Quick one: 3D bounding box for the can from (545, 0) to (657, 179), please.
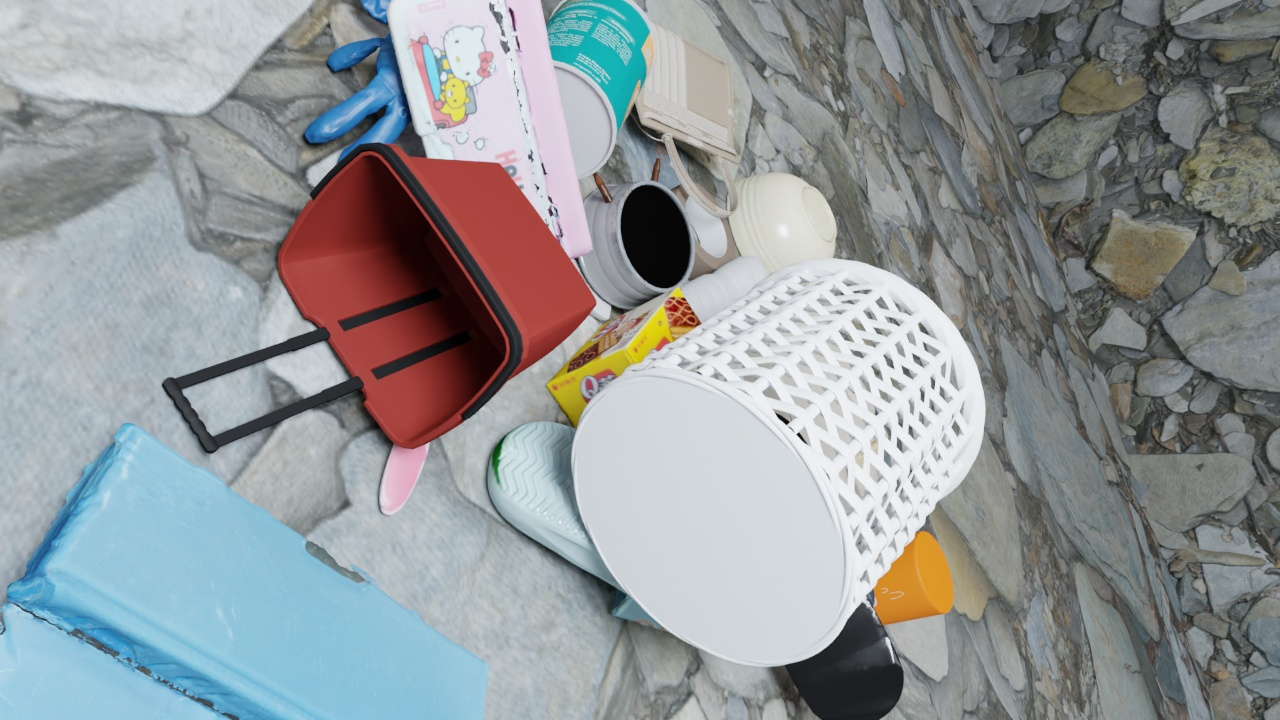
[{"bbox_3d":[-0.050,-0.228,0.750,0.099,0.099,0.143,48,38,-25],"label":"can"}]

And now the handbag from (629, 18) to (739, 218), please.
[{"bbox_3d":[0.048,-0.228,0.902,0.175,0.062,0.197,6,60,-52],"label":"handbag"}]

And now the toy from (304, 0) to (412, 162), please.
[{"bbox_3d":[-0.165,-0.199,0.610,0.113,0.071,0.175,53,34,-38],"label":"toy"}]

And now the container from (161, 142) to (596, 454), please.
[{"bbox_3d":[-0.132,-0.030,0.495,0.148,0.127,0.200,55,32,4],"label":"container"}]

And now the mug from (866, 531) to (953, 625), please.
[{"bbox_3d":[0.241,0.200,0.898,0.077,0.096,0.112,35,45,-37],"label":"mug"}]

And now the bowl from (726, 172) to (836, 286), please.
[{"bbox_3d":[0.171,-0.149,1.029,0.150,0.075,0.150,31,47,-42],"label":"bowl"}]

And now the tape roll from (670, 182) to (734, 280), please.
[{"bbox_3d":[0.052,-0.125,0.891,0.093,0.030,0.093,31,48,-41],"label":"tape roll"}]

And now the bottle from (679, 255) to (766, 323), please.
[{"bbox_3d":[0.063,-0.056,0.835,0.135,0.044,0.044,-29,95,-39],"label":"bottle"}]

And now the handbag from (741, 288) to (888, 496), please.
[{"bbox_3d":[0.159,0.039,0.877,0.210,0.104,0.208,56,31,-18],"label":"handbag"}]

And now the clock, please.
[{"bbox_3d":[0.001,-0.083,0.747,0.103,0.056,0.148,-26,101,-45],"label":"clock"}]

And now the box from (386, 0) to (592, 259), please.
[{"bbox_3d":[-0.099,-0.154,0.622,0.111,0.101,0.201,-116,-167,-61],"label":"box"}]

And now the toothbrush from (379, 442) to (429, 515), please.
[{"bbox_3d":[-0.134,0.033,0.556,0.021,0.016,0.134,36,44,-32],"label":"toothbrush"}]

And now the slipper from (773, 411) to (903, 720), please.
[{"bbox_3d":[0.128,0.170,0.775,0.265,0.109,0.083,64,2,9],"label":"slipper"}]

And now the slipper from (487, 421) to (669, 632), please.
[{"bbox_3d":[-0.002,0.126,0.636,0.245,0.074,0.103,32,47,-18],"label":"slipper"}]

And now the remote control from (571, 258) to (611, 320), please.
[{"bbox_3d":[-0.070,-0.073,0.710,0.131,0.012,0.033,34,48,-39],"label":"remote control"}]

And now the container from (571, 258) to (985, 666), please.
[{"bbox_3d":[0.086,0.055,0.564,0.186,0.190,0.189,-32,98,-45],"label":"container"}]

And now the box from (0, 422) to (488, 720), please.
[{"bbox_3d":[-0.169,0.156,0.402,0.231,0.060,0.174,45,40,-30],"label":"box"}]

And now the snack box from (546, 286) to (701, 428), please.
[{"bbox_3d":[-0.004,0.004,0.690,0.061,0.084,0.105,56,36,-13],"label":"snack box"}]
